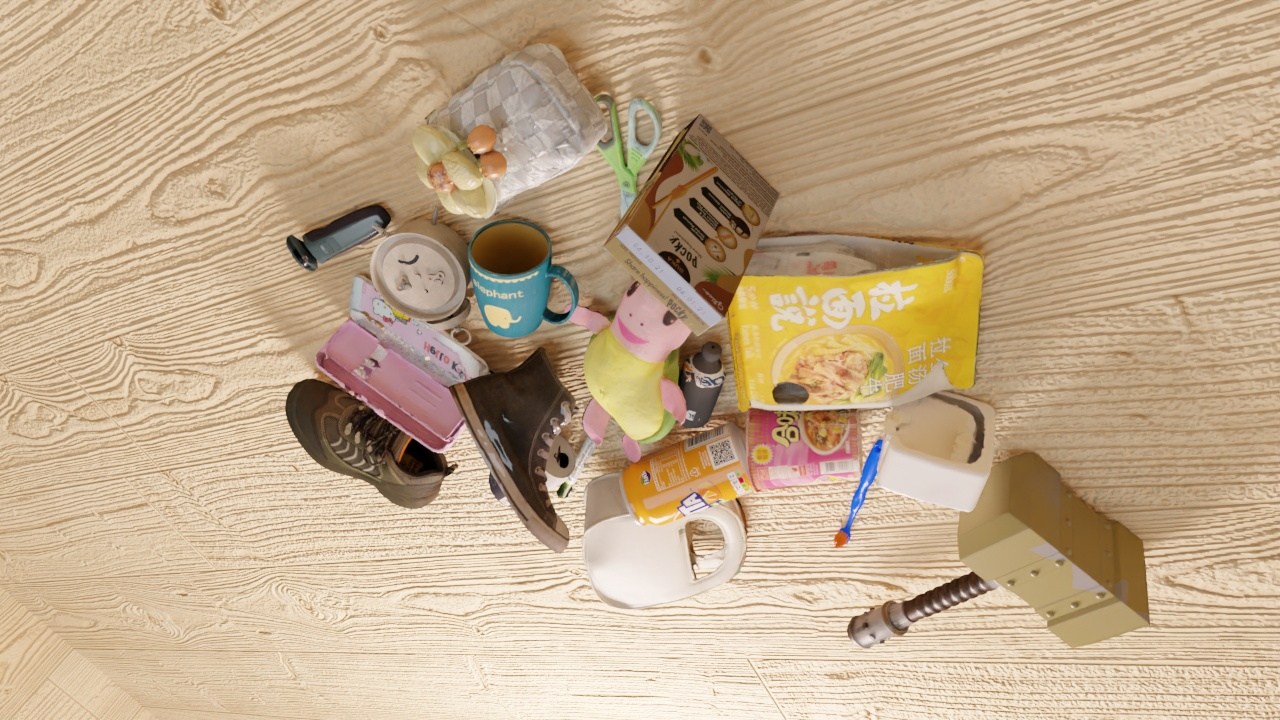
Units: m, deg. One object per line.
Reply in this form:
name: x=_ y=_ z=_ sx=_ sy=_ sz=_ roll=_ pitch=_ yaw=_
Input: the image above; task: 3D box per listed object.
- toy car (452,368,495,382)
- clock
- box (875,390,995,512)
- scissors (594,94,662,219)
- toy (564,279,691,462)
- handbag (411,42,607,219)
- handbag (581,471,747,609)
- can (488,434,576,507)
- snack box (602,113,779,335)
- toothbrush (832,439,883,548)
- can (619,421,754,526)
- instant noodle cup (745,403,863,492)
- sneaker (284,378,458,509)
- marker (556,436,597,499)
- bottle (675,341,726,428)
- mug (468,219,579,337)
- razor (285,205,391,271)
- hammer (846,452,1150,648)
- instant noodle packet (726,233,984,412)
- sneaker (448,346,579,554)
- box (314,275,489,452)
toy car: x=-0.188 y=0.030 z=1.098 sx=0.105 sy=0.032 sz=0.048 roll=40 pitch=138 yaw=3
clock: x=-0.222 y=-0.085 z=0.992 sx=0.103 sy=0.061 sz=0.157 roll=-12 pitch=121 yaw=18
box: x=0.279 y=0.072 z=0.865 sx=0.102 sy=0.106 sz=0.076 roll=17 pitch=131 yaw=12
scissors: x=-0.019 y=-0.167 z=0.860 sx=0.078 sy=0.032 sz=0.176 roll=12 pitch=129 yaw=11
toy: x=-0.006 y=0.006 z=0.948 sx=0.190 sy=0.087 sz=0.239 roll=43 pitch=134 yaw=33
handbag: x=-0.122 y=-0.194 z=0.805 sx=0.172 sy=0.123 sz=0.112 roll=-19 pitch=113 yaw=43
handbag: x=0.031 y=0.212 z=1.132 sx=0.199 sy=0.092 sz=0.201 roll=-5 pitch=129 yaw=3
can: x=-0.133 y=0.136 z=1.143 sx=0.064 sy=0.064 sz=0.128 roll=44 pitch=133 yaw=-15
snack box: x=0.048 y=-0.116 z=0.749 sx=0.101 sy=0.185 sz=0.032 roll=42 pitch=133 yaw=-14
toothbrush: x=0.241 y=0.150 z=1.013 sx=0.016 sy=0.018 sz=0.183 roll=36 pitch=141 yaw=27
can: x=0.055 y=0.127 z=1.007 sx=0.143 sy=0.079 sz=0.079 roll=-23 pitch=119 yaw=13
instant noodle cup: x=0.171 y=0.086 z=0.943 sx=0.109 sy=0.097 sz=0.098 roll=-3 pitch=128 yaw=18
sneaker: x=-0.340 y=0.098 z=1.180 sx=0.238 sy=0.100 sz=0.143 roll=38 pitch=139 yaw=-16
marker: x=-0.077 y=0.129 z=1.145 sx=0.017 sy=0.017 sz=0.147 roll=28 pitch=135 yaw=-1
bottle: x=0.062 y=0.025 z=0.966 sx=0.047 sy=0.046 sz=0.113 roll=21 pitch=135 yaw=7
mug: x=-0.118 y=-0.074 z=0.939 sx=0.112 sy=0.084 sz=0.104 roll=16 pitch=140 yaw=8
razor: x=-0.332 y=-0.138 z=1.013 sx=0.143 sy=0.052 sz=0.047 roll=-19 pitch=121 yaw=25
hammer: x=0.346 y=0.249 z=0.992 sx=0.190 sy=0.100 sz=0.326 roll=37 pitch=134 yaw=-9
instant noodle packet: x=0.194 y=-0.031 z=0.841 sx=0.222 sy=0.084 sz=0.163 roll=0 pitch=131 yaw=17
sneaker: x=-0.112 y=0.106 z=1.042 sx=0.235 sy=0.119 sz=0.095 roll=65 pitch=170 yaw=-12
box: x=-0.277 y=0.004 z=1.088 sx=0.201 sy=0.073 sz=0.150 roll=34 pitch=104 yaw=9
